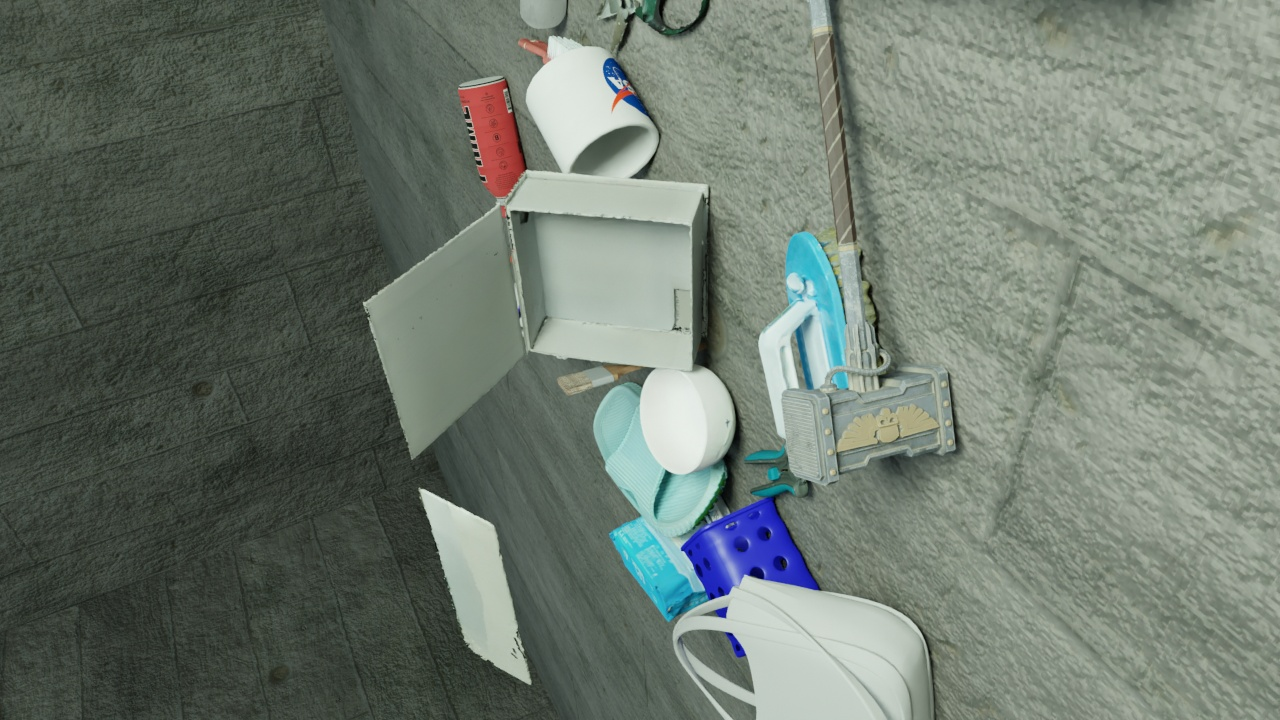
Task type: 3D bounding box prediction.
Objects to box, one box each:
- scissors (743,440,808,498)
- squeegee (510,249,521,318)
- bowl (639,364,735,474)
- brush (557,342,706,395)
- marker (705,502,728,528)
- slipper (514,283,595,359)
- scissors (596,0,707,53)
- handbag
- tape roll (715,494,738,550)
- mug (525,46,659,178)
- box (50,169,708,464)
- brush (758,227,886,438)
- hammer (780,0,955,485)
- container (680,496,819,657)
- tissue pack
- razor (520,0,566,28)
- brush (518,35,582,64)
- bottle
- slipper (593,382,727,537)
[{"bbox_3d":[0.124,0.100,0.785,0.129,0.019,0.139,-122,29,-48],"label":"scissors"},{"bbox_3d":[-0.132,-0.135,1.141,0.250,0.055,0.184,113,159,-52],"label":"squeegee"},{"bbox_3d":[0.050,0.053,0.870,0.105,0.054,0.105,13,105,54],"label":"bowl"},{"bbox_3d":[-0.005,0.005,0.857,0.045,0.143,0.008,-141,37,-71],"label":"brush"},{"bbox_3d":[0.065,0.138,0.953,0.133,0.020,0.017,60,176,50],"label":"marker"},{"bbox_3d":[-0.112,-0.059,1.188,0.247,0.074,0.112,8,98,62],"label":"slipper"},{"bbox_3d":[-0.009,-0.327,0.744,0.209,0.015,0.155,19,128,64],"label":"scissors"},{"bbox_3d":[0.118,0.272,0.742,0.223,0.095,0.216,6,119,36],"label":"handbag"},{"bbox_3d":[0.077,0.174,0.994,0.093,0.013,0.093,54,156,38],"label":"tape roll"},{"bbox_3d":[-0.038,-0.213,0.839,0.090,0.091,0.121,62,-167,19],"label":"mug"},{"bbox_3d":[-0.182,-0.029,0.762,0.148,0.505,0.167,-124,22,-46],"label":"box"},{"bbox_3d":[0.116,-0.018,0.613,0.055,0.075,0.136,23,130,64],"label":"brush"},{"bbox_3d":[0.120,-0.094,0.545,0.044,0.098,0.322,-171,72,-69],"label":"hammer"},{"bbox_3d":[0.104,0.199,0.840,0.113,0.084,0.085,63,158,18],"label":"container"},{"bbox_3d":[0.036,0.208,0.976,0.144,0.092,0.062,43,154,54],"label":"tissue pack"},{"bbox_3d":[-0.108,-0.402,0.909,0.088,0.047,0.116,98,154,-53],"label":"razor"},{"bbox_3d":[-0.085,-0.316,0.934,0.172,0.041,0.030,50,135,50],"label":"brush"},{"bbox_3d":[-0.187,-0.275,1.198,0.062,0.062,0.177,35,140,59],"label":"bottle"},{"bbox_3d":[-0.001,0.095,0.993,0.116,0.069,0.276,-63,30,10],"label":"slipper"}]
